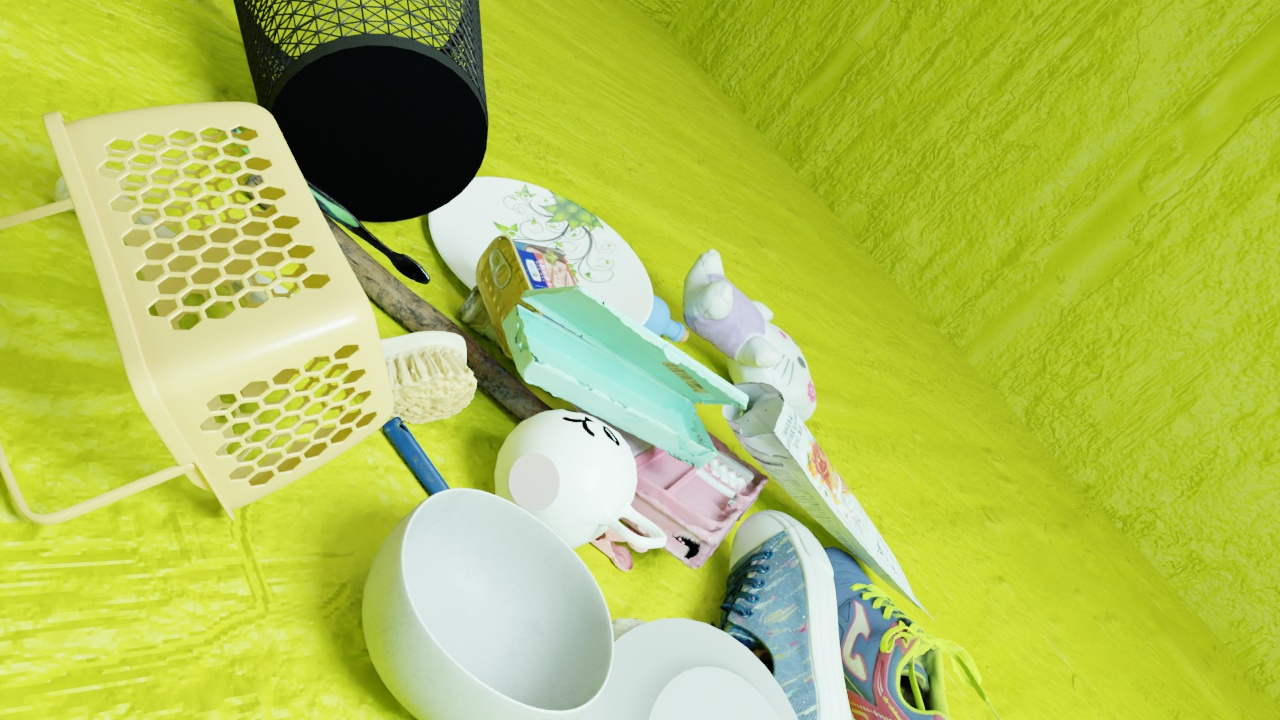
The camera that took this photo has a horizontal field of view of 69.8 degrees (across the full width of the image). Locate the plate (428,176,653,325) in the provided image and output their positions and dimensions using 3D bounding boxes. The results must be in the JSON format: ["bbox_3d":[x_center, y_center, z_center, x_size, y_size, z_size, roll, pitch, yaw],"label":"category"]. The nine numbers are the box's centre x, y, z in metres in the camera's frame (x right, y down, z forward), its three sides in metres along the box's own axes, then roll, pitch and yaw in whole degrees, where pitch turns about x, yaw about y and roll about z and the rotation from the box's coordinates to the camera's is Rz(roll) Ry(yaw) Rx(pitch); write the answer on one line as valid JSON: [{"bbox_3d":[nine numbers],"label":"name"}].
[{"bbox_3d":[-0.096,-0.092,0.879,0.229,0.030,0.228,21,37,-17],"label":"plate"}]

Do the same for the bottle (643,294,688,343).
[{"bbox_3d":[0.001,-0.050,0.977,0.131,0.048,0.048,26,28,-37],"label":"bottle"}]

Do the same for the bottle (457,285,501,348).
[{"bbox_3d":[-0.098,-0.021,0.761,0.110,0.043,0.042,36,23,-14],"label":"bottle"}]

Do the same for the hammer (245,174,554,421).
[{"bbox_3d":[-0.157,-0.029,0.697,0.330,0.033,0.119,41,18,-5],"label":"hammer"}]

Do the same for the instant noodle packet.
[{"bbox_3d":[0.179,0.129,0.861,0.269,0.057,0.147,47,3,-26],"label":"instant noodle packet"}]

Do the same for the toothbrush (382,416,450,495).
[{"bbox_3d":[-0.097,0.107,0.563,0.190,0.017,0.016,49,22,14],"label":"toothbrush"}]

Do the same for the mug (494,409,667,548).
[{"bbox_3d":[-0.038,0.086,0.594,0.124,0.090,0.076,32,9,21],"label":"mug"}]

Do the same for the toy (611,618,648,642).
[{"bbox_3d":[0.008,0.192,0.556,0.087,0.050,0.112,42,35,-7],"label":"toy"}]

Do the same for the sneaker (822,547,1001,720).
[{"bbox_3d":[0.206,0.232,0.760,0.116,0.091,0.241,31,24,-22],"label":"sneaker"}]

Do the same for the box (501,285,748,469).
[{"bbox_3d":[-0.001,0.000,0.660,0.188,0.079,0.077,31,20,-36],"label":"box"}]

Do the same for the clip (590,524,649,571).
[{"bbox_3d":[-0.024,0.128,0.654,0.057,0.035,0.022,34,27,-9],"label":"clip"}]

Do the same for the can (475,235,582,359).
[{"bbox_3d":[-0.082,-0.048,0.721,0.059,0.054,0.099,4,52,-44],"label":"can"}]

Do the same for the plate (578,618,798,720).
[{"bbox_3d":[0.041,0.225,0.504,0.172,0.019,0.172,22,49,-28],"label":"plate"}]

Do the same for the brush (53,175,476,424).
[{"bbox_3d":[-0.223,-0.037,0.571,0.272,0.062,0.077,30,21,-22],"label":"brush"}]

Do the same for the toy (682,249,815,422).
[{"bbox_3d":[0.122,-0.018,1.046,0.209,0.086,0.137,49,15,-27],"label":"toy"}]

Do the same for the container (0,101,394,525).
[{"bbox_3d":[-0.230,-0.021,0.445,0.166,0.129,0.183,-23,61,-21],"label":"container"}]

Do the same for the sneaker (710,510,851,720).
[{"bbox_3d":[0.089,0.188,0.657,0.079,0.088,0.235,29,29,-19],"label":"sneaker"}]

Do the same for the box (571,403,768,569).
[{"bbox_3d":[0.017,0.073,0.752,0.180,0.055,0.232,48,17,10],"label":"box"}]

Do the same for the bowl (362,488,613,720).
[{"bbox_3d":[-0.083,0.137,0.469,0.132,0.064,0.131,36,23,-18],"label":"bowl"}]

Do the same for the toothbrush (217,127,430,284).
[{"bbox_3d":[-0.231,-0.116,0.669,0.188,0.014,0.017,38,4,-13],"label":"toothbrush"}]

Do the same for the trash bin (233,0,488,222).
[{"bbox_3d":[-0.227,-0.257,0.766,0.216,0.217,0.243,23,36,-41],"label":"trash bin"}]
